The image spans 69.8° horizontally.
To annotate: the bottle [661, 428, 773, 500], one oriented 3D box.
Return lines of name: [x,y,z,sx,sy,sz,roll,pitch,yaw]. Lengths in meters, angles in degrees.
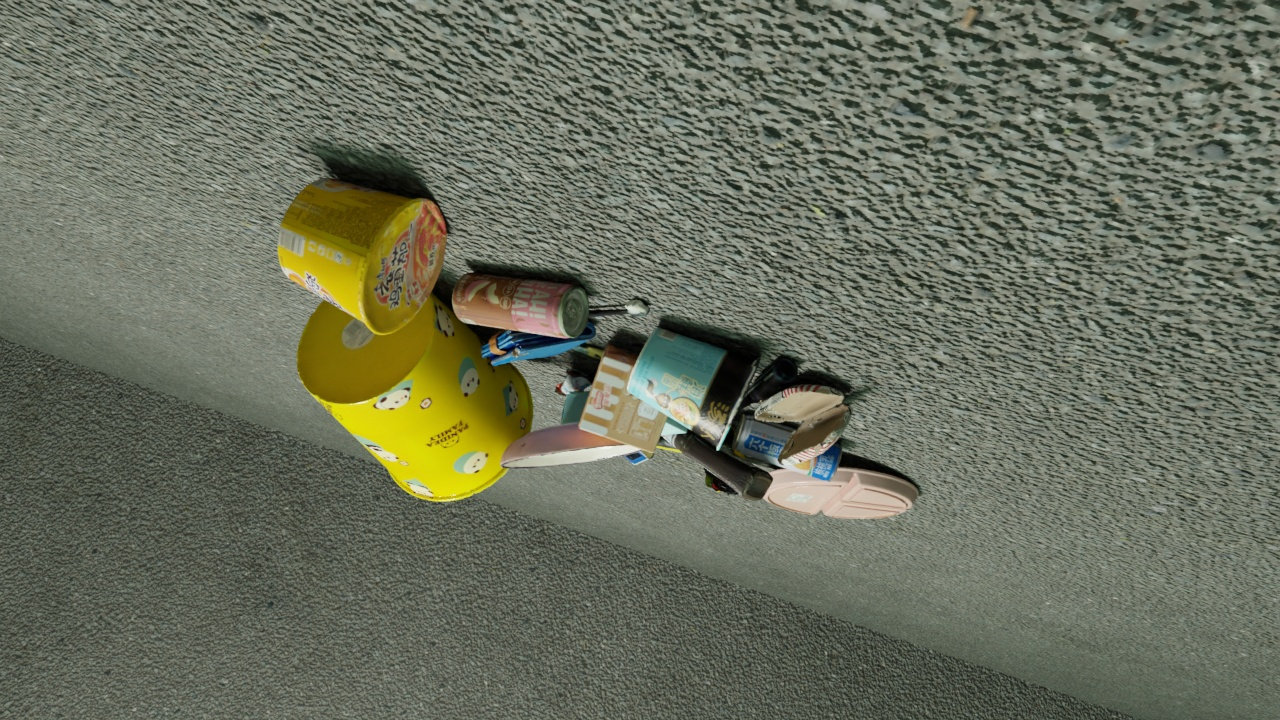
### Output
bottle: [0.084,0.120,1.233,0.195,0.044,0.079,32,-176,34]

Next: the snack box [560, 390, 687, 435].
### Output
snack box: [-0.022,0.071,1.246,0.175,0.051,0.074,-9,155,41]

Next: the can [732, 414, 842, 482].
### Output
can: [0.191,0.113,1.197,0.134,0.053,0.053,18,163,2]

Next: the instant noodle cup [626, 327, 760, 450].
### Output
instant noodle cup: [0.053,0.024,0.996,0.120,0.111,0.111,24,163,6]

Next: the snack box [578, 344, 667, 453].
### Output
snack box: [-0.013,0.044,1.091,0.094,0.093,0.077,19,-168,-3]

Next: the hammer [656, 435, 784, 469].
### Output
hammer: [0.110,0.141,1.401,0.324,0.031,0.126,10,160,24]

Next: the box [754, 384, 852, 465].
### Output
box: [0.180,0.063,1.051,0.088,0.076,0.163,41,163,2]

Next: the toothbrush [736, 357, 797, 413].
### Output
toothbrush: [0.137,0.036,1.066,0.026,0.027,0.213,5,165,-8]

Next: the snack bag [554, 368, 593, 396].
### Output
snack bag: [-0.090,0.032,1.281,0.045,0.026,0.105,24,160,-7]

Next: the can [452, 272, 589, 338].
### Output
can: [-0.131,-0.060,0.992,0.147,0.057,0.058,9,160,28]

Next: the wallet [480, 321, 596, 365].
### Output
wallet: [-0.125,-0.021,1.089,0.106,0.040,0.133,-8,175,-25]

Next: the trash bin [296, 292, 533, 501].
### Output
trash bin: [-0.290,0.031,1.181,0.230,0.229,0.255,11,156,23]

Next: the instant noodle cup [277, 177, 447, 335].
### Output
instant noodle cup: [-0.271,-0.107,0.887,0.110,0.137,0.138,22,164,14]

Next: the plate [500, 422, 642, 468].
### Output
plate: [-0.086,0.107,1.184,0.192,0.039,0.192,-8,169,-2]

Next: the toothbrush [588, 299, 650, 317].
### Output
toothbrush: [-0.057,-0.053,1.012,0.181,0.015,0.018,-2,147,47]

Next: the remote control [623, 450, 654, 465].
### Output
remote control: [-0.036,0.112,1.412,0.125,0.024,0.049,44,148,-10]

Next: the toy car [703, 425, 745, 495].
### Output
toy car: [0.116,0.134,1.308,0.071,0.041,0.156,0,128,36]

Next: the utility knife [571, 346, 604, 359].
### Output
utility knife: [-0.007,0.007,1.151,0.167,0.018,0.031,23,157,1]

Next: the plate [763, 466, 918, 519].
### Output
plate: [0.283,0.195,1.327,0.229,0.028,0.230,7,160,2]
